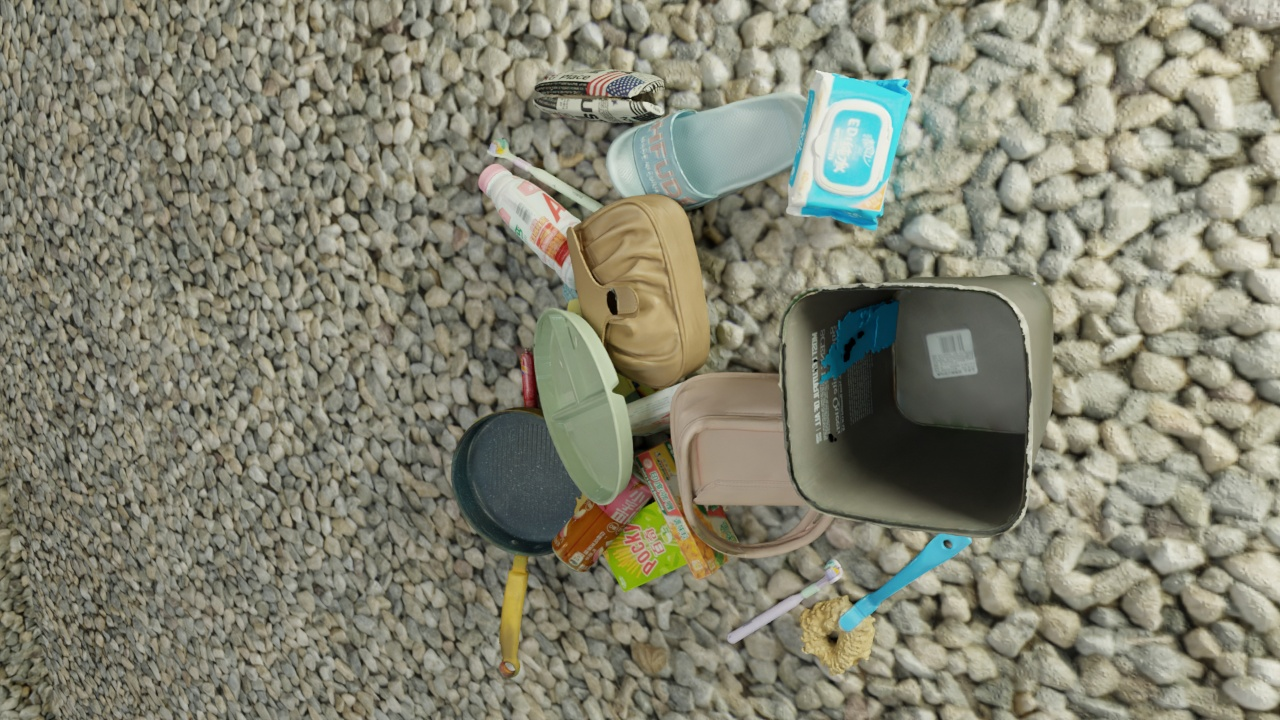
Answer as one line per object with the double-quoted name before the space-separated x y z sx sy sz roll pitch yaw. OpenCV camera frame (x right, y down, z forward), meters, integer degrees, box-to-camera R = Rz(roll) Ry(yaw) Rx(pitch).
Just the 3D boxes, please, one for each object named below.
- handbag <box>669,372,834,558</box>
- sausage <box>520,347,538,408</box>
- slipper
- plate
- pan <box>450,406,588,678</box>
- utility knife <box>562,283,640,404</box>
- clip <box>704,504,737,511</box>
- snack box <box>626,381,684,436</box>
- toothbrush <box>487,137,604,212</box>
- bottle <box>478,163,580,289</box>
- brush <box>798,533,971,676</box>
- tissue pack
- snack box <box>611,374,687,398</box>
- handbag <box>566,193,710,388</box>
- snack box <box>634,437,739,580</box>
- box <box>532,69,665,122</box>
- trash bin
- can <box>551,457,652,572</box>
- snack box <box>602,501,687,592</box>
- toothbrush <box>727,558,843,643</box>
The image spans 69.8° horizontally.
"handbag" 0.125 0.127 0.968 0.193 0.093 0.235 1 124 -2
"sausage" -0.144 0.059 1.207 0.020 0.020 0.156 4 104 34
"slipper" 0.065 -0.215 0.957 0.246 0.074 0.104 -8 98 34
"plate" -0.066 0.050 1.034 0.230 0.027 0.231 47 145 47
"pan" -0.157 0.236 1.190 0.198 0.078 0.358 6 105 16
"utility knife" -0.052 -0.020 1.083 0.031 0.019 0.176 -39 79 31
"clip" 0.099 0.122 1.050 0.077 0.034 0.103 9 99 35
"snack box" 0.034 0.054 1.041 0.157 0.084 0.027 -22 72 37
"toothbrush" -0.111 -0.220 1.111 0.189 0.029 0.020 34 161 22
"bottle" -0.120 -0.166 1.105 0.197 0.068 0.068 43 122 23
"brush" 0.252 0.249 0.961 0.083 0.045 0.255 50 130 18
"tissue pack" 0.194 -0.198 0.861 0.090 0.063 0.140 11 110 2
"snack box" -0.006 0.006 1.090 0.141 0.033 0.087 -35 81 34
"handbag" -0.008 -0.071 0.986 0.148 0.099 0.204 -4 104 39
"snack box" 0.056 0.167 1.061 0.027 0.076 0.155 -31 84 36
"box" -0.049 -0.304 1.016 0.164 0.075 0.076 15 106 33
"trash bin" 0.254 0.016 0.797 0.199 0.219 0.199 3 104 33
"can" -0.043 0.188 1.116 0.058 0.058 0.147 43 99 18
"snack box" 0.017 0.223 1.134 0.157 0.026 0.085 -33 82 36
"toothbrush" 0.161 0.283 1.055 0.021 0.029 0.190 30 127 -19
